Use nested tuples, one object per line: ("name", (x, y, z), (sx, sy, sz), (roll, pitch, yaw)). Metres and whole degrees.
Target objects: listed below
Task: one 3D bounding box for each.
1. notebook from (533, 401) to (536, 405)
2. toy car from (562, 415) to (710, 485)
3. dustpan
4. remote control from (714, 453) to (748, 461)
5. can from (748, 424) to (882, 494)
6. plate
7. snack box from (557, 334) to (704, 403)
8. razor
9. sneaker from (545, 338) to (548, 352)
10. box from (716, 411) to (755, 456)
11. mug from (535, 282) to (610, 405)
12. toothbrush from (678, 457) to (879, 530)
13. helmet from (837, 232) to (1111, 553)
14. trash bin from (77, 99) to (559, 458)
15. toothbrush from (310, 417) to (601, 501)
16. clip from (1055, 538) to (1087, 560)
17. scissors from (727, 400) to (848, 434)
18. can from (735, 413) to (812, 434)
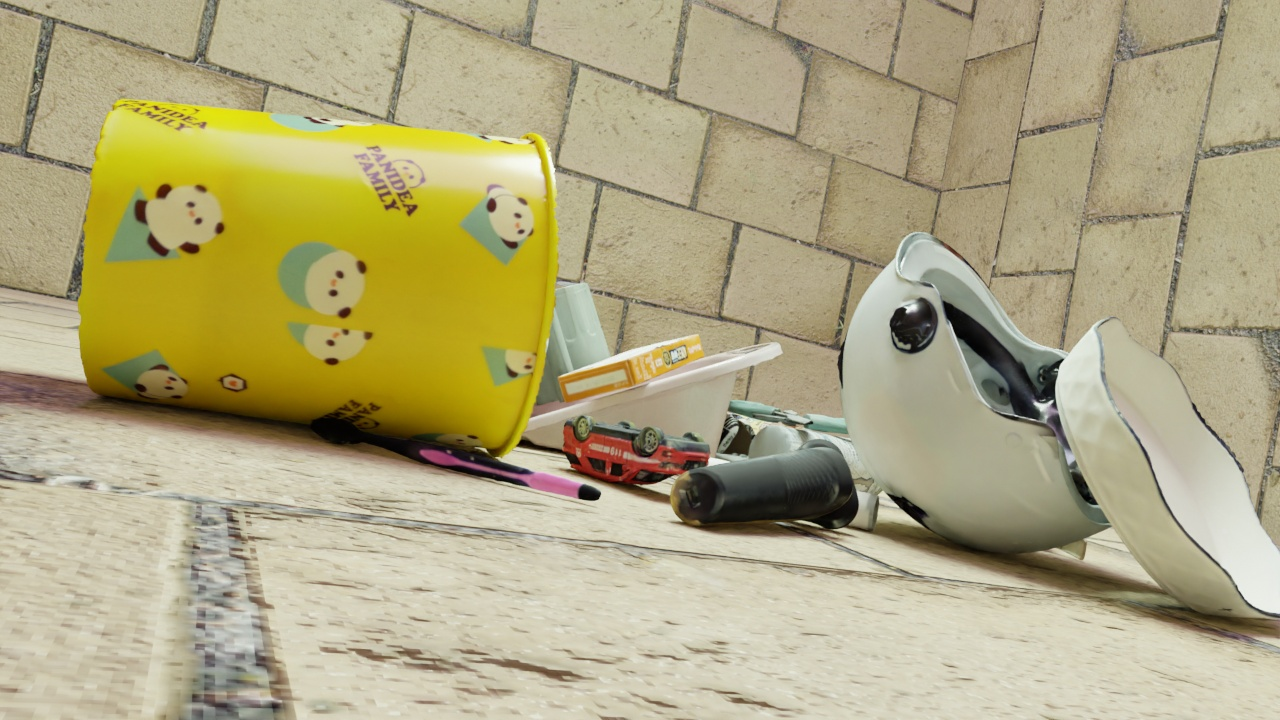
("notebook", (-0.115, 0.040, 1.053), (0.207, 0.010, 0.145), (-15, -19, 43))
("toy car", (-0.005, 0.065, 0.640), (0.052, 0.045, 0.121), (9, -5, -42))
("dustpan", (-0.010, 0.023, 0.887), (0.273, 0.139, 0.222), (12, -1, -8))
("remote control", (0.131, 0.112, 0.942), (0.149, 0.021, 0.058), (11, -1, -34))
("can", (0.176, 0.100, 0.893), (0.146, 0.058, 0.058), (13, -2, -36))
("plate", (0.337, 0.070, 0.589), (0.204, 0.204, 0.046), (12, -38, -44))
("snack box", (-0.005, 0.005, 0.842), (0.075, 0.026, 0.153), (-14, 3, 28))
("razor", (0.077, 0.081, 0.567), (0.068, 0.062, 0.167), (-28, -20, 35))
("sneaker", (-0.196, 0.021, 0.807), (0.242, 0.090, 0.089), (-9, -36, 16))
("box", (0.080, 0.089, 1.039), (0.087, 0.076, 0.163), (35, -13, -21))
("mug", (-0.075, -0.016, 0.878), (0.084, 0.103, 0.124), (-16, 1, 1))
("toothbrush", (0.067, 0.090, 0.694), (0.221, 0.026, 0.026), (10, 20, 23))
("helmet", (0.242, 0.039, 0.703), (0.228, 0.146, 0.258), (12, 41, -44))
("trash bin", (-0.207, -0.058, 0.609), (0.255, 0.229, 0.230), (6, 1, -21))
("toothbrush", (-0.111, 0.058, 0.538), (0.189, 0.014, 0.018), (11, -13, 16))
("clip", (0.332, 0.144, 0.780), (0.066, 0.034, 0.099), (12, 7, 11))
("scissors", (0.148, 0.057, 0.938), (0.170, 0.019, 0.181), (8, 2, -42))
("can", (0.148, 0.100, 1.098), (0.116, 0.058, 0.058), (10, -2, 40))
